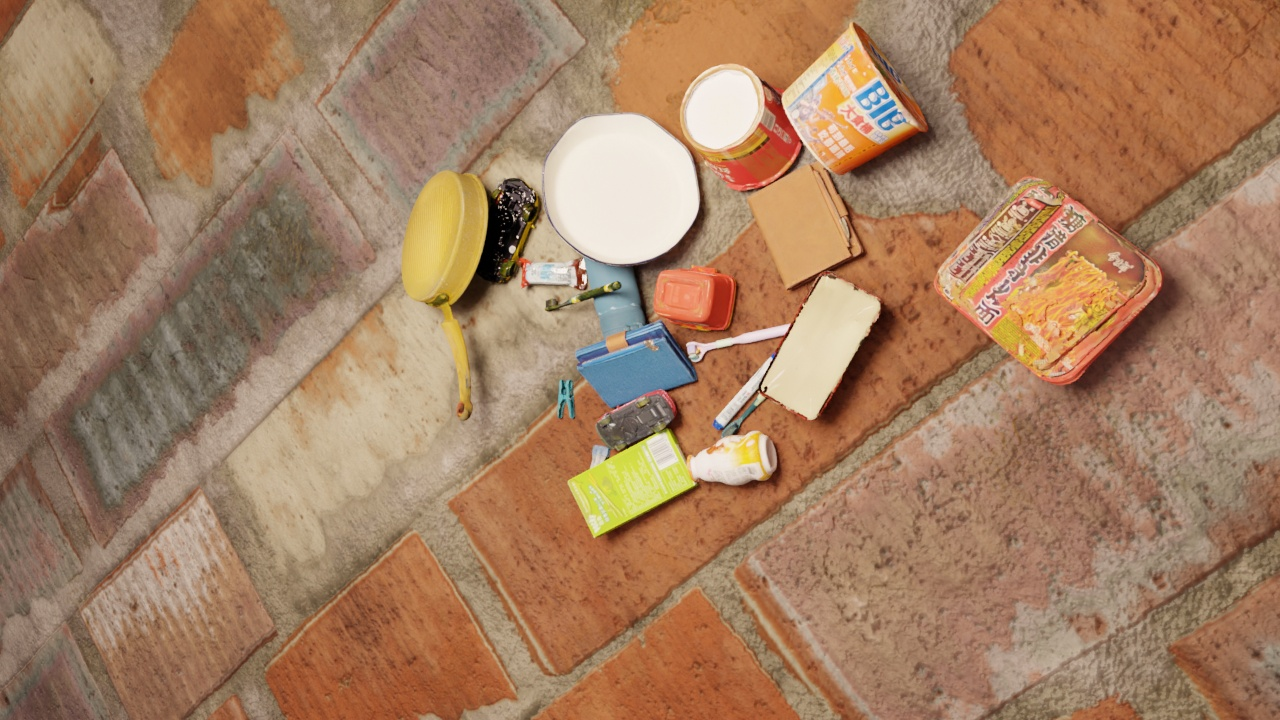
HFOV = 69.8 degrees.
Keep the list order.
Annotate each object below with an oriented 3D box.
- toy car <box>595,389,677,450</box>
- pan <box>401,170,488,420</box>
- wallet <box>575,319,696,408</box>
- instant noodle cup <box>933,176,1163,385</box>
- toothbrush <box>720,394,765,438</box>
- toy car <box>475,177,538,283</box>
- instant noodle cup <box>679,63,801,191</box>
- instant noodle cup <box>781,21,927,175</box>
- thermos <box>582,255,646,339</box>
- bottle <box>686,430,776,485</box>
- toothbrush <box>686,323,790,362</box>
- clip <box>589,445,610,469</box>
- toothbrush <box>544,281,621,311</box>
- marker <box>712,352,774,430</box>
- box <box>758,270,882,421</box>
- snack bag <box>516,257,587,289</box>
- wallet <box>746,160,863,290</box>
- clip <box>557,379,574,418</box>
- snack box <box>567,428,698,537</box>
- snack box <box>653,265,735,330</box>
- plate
[{"bbox_3d":[-0.005,0.078,1.215,0.121,0.045,0.053,-27,99,31],"label":"toy car"},{"bbox_3d":[-0.268,-0.094,1.293,0.198,0.078,0.357,-20,65,49],"label":"pan"},{"bbox_3d":[-0.007,0.007,1.200,0.133,0.106,0.040,-20,39,23],"label":"wallet"},{"bbox_3d":[0.442,-0.085,0.999,0.189,0.079,0.165,46,107,19],"label":"instant noodle cup"},{"bbox_3d":[0.164,0.033,1.156,0.016,0.018,0.192,43,106,8],"label":"toothbrush"},{"bbox_3d":[-0.192,-0.184,1.308,0.071,0.041,0.156,27,105,12],"label":"toy car"},{"bbox_3d":[0.120,-0.293,1.126,0.138,0.108,0.138,-4,80,27],"label":"instant noodle cup"},{"bbox_3d":[0.243,-0.294,1.062,0.112,0.151,0.151,-34,75,28],"label":"instant noodle cup"},{"bbox_3d":[-0.044,-0.128,1.231,0.070,0.070,0.220,-16,83,23],"label":"thermos"},{"bbox_3d":[0.113,0.127,1.153,0.109,0.063,0.063,-14,83,23],"label":"bottle"},{"bbox_3d":[0.149,-0.030,1.164,0.189,0.021,0.029,-13,114,22],"label":"toothbrush"},{"bbox_3d":[-0.059,0.144,1.256,0.024,0.028,0.056,12,85,19],"label":"clip"},{"bbox_3d":[-0.080,-0.087,1.225,0.186,0.012,0.017,-11,78,55],"label":"toothbrush"},{"bbox_3d":[0.142,0.032,1.168,0.017,0.016,0.146,45,106,19],"label":"marker"},{"bbox_3d":[0.215,-0.016,1.090,0.091,0.078,0.168,29,104,8],"label":"box"},{"bbox_3d":[-0.125,-0.122,1.283,0.105,0.026,0.045,2,92,15],"label":"snack bag"},{"bbox_3d":[0.202,-0.168,1.136,0.108,0.031,0.131,-28,78,25],"label":"wallet"},{"bbox_3d":[-0.104,0.054,1.282,0.041,0.014,0.056,1,91,24],"label":"clip"},{"bbox_3d":[-0.011,0.162,1.215,0.156,0.026,0.085,-30,78,10],"label":"snack box"},{"bbox_3d":[0.067,-0.082,1.170,0.091,0.080,0.082,10,92,25],"label":"snack box"},{"bbox_3d":[-0.027,-0.218,1.189,0.205,0.046,0.204,1,81,-7],"label":"plate"}]
